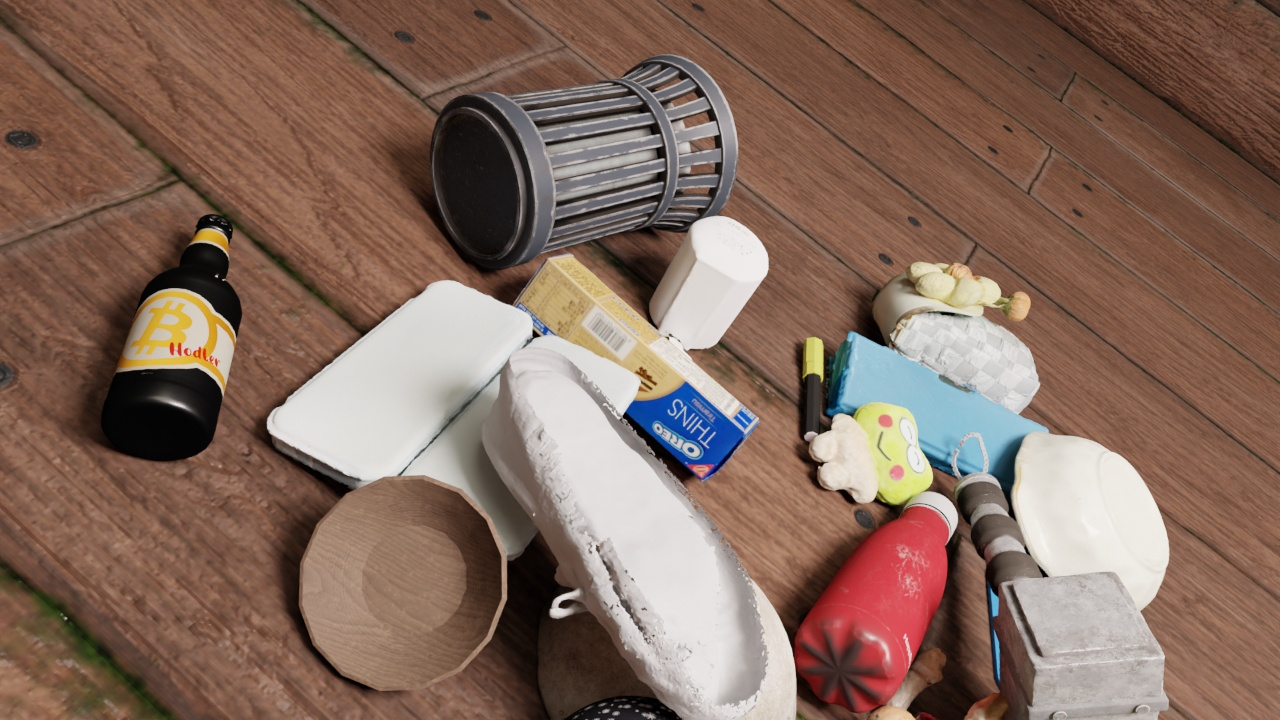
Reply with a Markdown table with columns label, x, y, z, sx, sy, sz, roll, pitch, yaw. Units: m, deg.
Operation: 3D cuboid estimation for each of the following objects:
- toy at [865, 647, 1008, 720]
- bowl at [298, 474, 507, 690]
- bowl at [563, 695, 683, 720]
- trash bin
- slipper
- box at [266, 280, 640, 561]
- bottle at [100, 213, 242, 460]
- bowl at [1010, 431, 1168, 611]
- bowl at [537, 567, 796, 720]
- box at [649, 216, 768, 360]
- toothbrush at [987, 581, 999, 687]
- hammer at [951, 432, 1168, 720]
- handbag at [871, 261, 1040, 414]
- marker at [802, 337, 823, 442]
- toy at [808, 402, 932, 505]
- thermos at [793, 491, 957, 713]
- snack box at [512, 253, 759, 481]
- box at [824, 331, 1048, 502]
| label | x | y | z | sx | sy | sz | roll | pitch | yaw |
| --- | --- | --- | --- | --- | --- | --- | --- | --- | --- |
| toy | 0.180 | 0.247 | 0.616 | 0.105 | 0.074 | 0.085 | -13 | 24 | -17 |
| bowl | -0.131 | 0.124 | 0.520 | 0.118 | 0.030 | 0.117 | -1 | 79 | 2 |
| bowl | -0.001 | 0.235 | 0.460 | 0.120 | 0.066 | 0.120 | 2 | 77 | -9 |
| trash bin | -0.052 | -0.170 | 0.796 | 0.226 | 0.165 | 0.164 | -22 | 65 | -40 |
| slipper | -0.018 | 0.099 | 0.526 | 0.112 | 0.075 | 0.246 | -16 | 54 | -36 |
| box | -0.117 | 0.030 | 0.627 | 0.189 | 0.037 | 0.208 | 24 | 40 | 14 |
| bottle | -0.284 | -0.026 | 0.577 | 0.059 | 0.059 | 0.181 | 13 | 45 | -23 |
| bowl | 0.419 | 0.144 | 0.829 | 0.219 | 0.060 | 0.188 | 11 | 59 | -41 |
| bowl | 0.030 | 0.178 | 0.569 | 0.178 | 0.081 | 0.178 | 18 | 41 | -17 |
| box | 0.047 | -0.047 | 0.778 | 0.080 | 0.106 | 0.149 | 29 | 42 | -2 |
| toothbrush | 0.303 | 0.201 | 0.772 | 0.016 | 0.014 | 0.166 | 27 | 42 | -8 |
| hammer | 0.288 | 0.172 | 0.700 | 0.079 | 0.177 | 0.325 | -8 | 29 | 8 |
| handbag | 0.331 | -0.028 | 0.930 | 0.171 | 0.123 | 0.112 | 29 | 21 | -8 |
| marker | 0.158 | 0.024 | 0.845 | 0.123 | 0.017 | 0.021 | -77 | 150 | -46 |
| toy | 0.199 | 0.082 | 0.793 | 0.115 | 0.046 | 0.092 | -6 | 74 | -25 |
| thermos | 0.191 | 0.165 | 0.690 | 0.073 | 0.073 | 0.239 | 44 | 36 | 11 |
| snack box | -0.004 | 0.004 | 0.721 | 0.207 | 0.057 | 0.056 | 42 | 19 | 8 |
| box | 0.283 | 0.062 | 0.883 | 0.231 | 0.053 | 0.093 | 25 | 58 | -10 |
